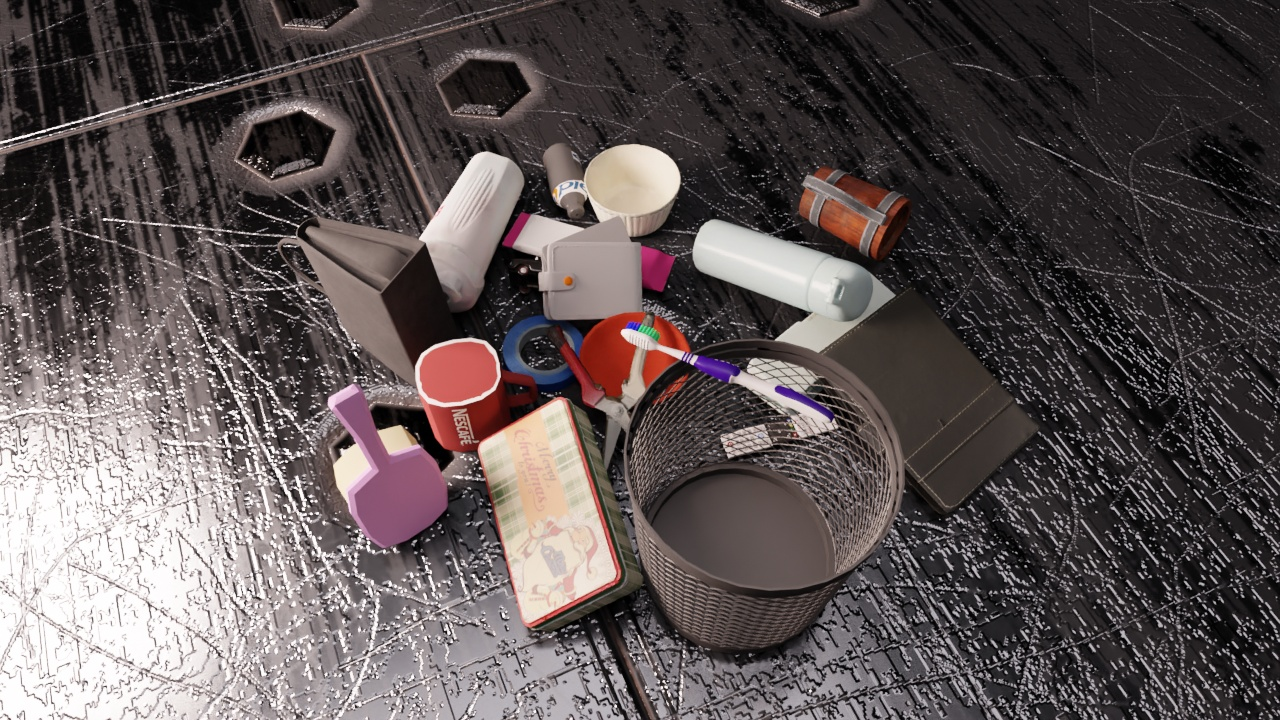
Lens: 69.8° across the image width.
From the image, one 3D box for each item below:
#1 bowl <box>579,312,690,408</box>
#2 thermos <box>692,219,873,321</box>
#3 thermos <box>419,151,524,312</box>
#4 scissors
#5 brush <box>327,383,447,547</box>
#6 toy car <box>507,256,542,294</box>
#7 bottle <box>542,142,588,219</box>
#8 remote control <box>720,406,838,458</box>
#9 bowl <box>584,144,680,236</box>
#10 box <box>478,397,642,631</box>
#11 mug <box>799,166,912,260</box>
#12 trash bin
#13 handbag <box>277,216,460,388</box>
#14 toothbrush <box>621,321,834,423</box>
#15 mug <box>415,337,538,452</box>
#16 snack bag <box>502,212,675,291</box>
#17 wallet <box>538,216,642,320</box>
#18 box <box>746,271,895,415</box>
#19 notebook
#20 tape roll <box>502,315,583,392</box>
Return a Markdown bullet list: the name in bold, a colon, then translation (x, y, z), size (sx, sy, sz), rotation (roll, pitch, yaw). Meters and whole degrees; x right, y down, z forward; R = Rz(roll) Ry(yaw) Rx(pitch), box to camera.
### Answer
- **bowl**: translation (-0.006, 0.006, 1.007), size (0.122, 0.035, 0.121), rotation (0, 57, 0)
- **thermos**: translation (0.157, -0.101, 1.024), size (0.207, 0.077, 0.065), rotation (24, 102, 36)
- **thermos**: translation (-0.206, -0.146, 1.076), size (0.099, 0.099, 0.219), rotation (13, 53, 8)
- **scissors**: translation (-0.027, 0.018, 0.968), size (0.198, 0.015, 0.179), rotation (37, 65, 20)
- **brush**: translation (-0.241, 0.090, 0.840), size (0.089, 0.229, 0.043), rotation (-32, 55, -19)
- **toy car**: translation (-0.107, -0.099, 1.070), size (0.092, 0.040, 0.037), rotation (7, 57, 4)
- **bottle**: translation (-0.091, -0.223, 1.146), size (0.047, 0.047, 0.112), rotation (-11, 58, -8)
- **remote control**: translation (0.147, 0.078, 0.976), size (0.124, 0.012, 0.028), rotation (-14, 59, -9)
- **bowl**: translation (-0.010, -0.201, 1.123), size (0.115, 0.063, 0.115), rotation (0, 58, 0)
- **box**: translation (-0.082, 0.146, 0.885), size (0.118, 0.050, 0.205), rotation (-27, 58, 14)
- **mug**: translation (0.249, -0.182, 1.086), size (0.111, 0.117, 0.081), rotation (32, 99, 23)
- **trash bin**: translation (0.095, 0.135, 0.811), size (0.218, 0.228, 0.217), rotation (0, 57, 0)
- **handbag**: translation (-0.307, -0.077, 0.978), size (0.196, 0.176, 0.072), rotation (24, 61, 18)
- **toothbrush**: translation (0.069, 0.009, 0.745), size (0.187, 0.015, 0.016), rotation (23, 55, 13)
- **mug**: translation (-0.166, 0.034, 0.951), size (0.116, 0.097, 0.080), rotation (-11, 58, -8)
- **snack bag**: translation (-0.061, -0.129, 1.092), size (0.196, 0.016, 0.070), rotation (17, 44, 4)
- **wallet**: translation (-0.055, -0.104, 1.030), size (0.118, 0.037, 0.115), rotation (-2, 94, -20)
- **box**: translation (0.207, -0.022, 1.019), size (0.198, 0.067, 0.083), rotation (-39, 46, -24)
- **notebook**: translation (0.299, 0.039, 0.970), size (0.169, 0.029, 0.209), rotation (-34, 74, -20)
- **tape roll**: translation (-0.107, -0.008, 1.026), size (0.093, 0.016, 0.091), rotation (5, 57, 3)
